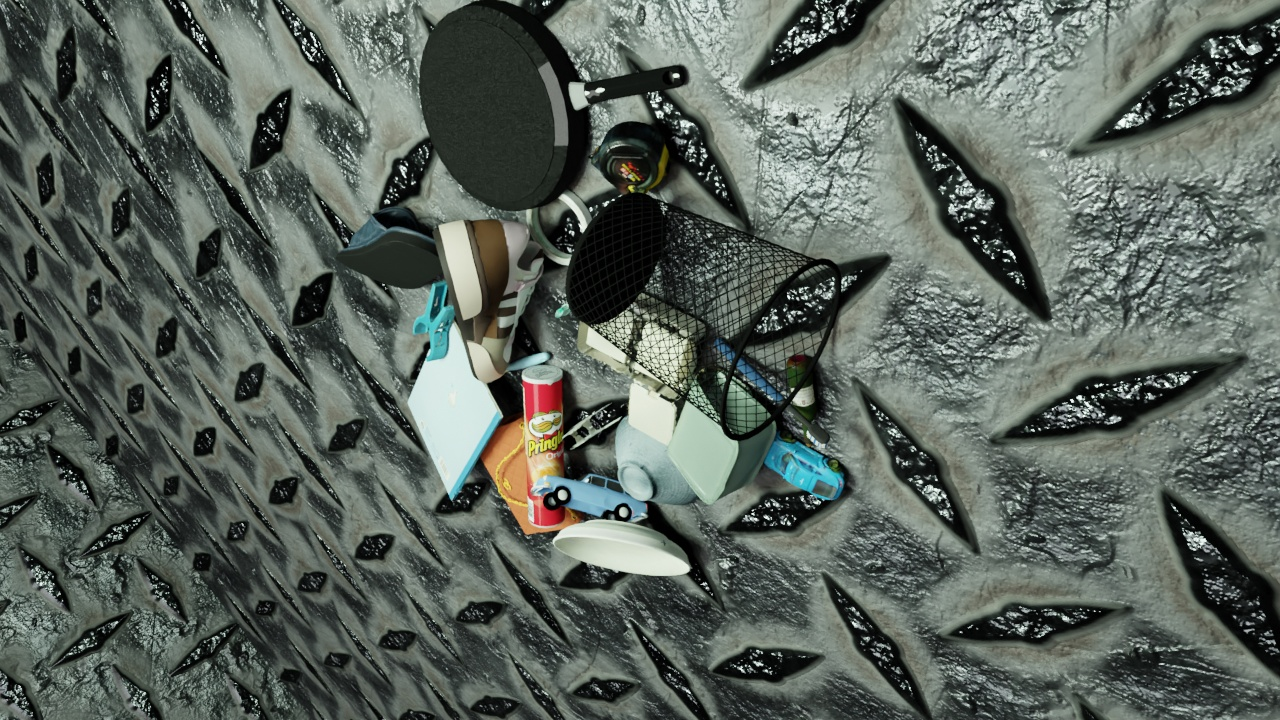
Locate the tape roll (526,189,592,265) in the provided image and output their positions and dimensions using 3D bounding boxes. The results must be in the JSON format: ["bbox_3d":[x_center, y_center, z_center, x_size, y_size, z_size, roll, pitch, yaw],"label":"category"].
[{"bbox_3d":[-0.091,-0.154,1.048,0.093,0.013,0.093,22,131,29],"label":"tape roll"}]

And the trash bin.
[{"bbox_3d":[0.052,-0.055,0.880,0.210,0.183,0.184,32,135,28],"label":"trash bin"}]

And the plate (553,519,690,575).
[{"bbox_3d":[-0.022,0.242,1.202,0.182,0.034,0.182,10,156,4],"label":"plate"}]

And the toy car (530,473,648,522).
[{"bbox_3d":[-0.065,0.175,1.186,0.153,0.054,0.056,19,156,-16],"label":"toy car"}]

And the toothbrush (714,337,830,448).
[{"bbox_3d":[0.134,0.031,0.955,0.167,0.014,0.014,45,152,29],"label":"toothbrush"}]

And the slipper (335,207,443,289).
[{"bbox_3d":[-0.313,-0.156,1.201,0.109,0.083,0.266,25,164,-29],"label":"slipper"}]

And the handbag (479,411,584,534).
[{"bbox_3d":[-0.162,0.164,1.304,0.109,0.060,0.172,-16,107,42],"label":"handbag"}]

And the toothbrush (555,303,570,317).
[{"bbox_3d":[-0.066,-0.085,1.072,0.022,0.017,0.136,52,139,4],"label":"toothbrush"}]

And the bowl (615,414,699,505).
[{"bbox_3d":[0.009,0.136,1.133,0.137,0.057,0.137,23,131,28],"label":"bowl"}]

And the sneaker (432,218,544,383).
[{"bbox_3d":[-0.170,-0.077,1.118,0.294,0.116,0.111,92,160,-59],"label":"sneaker"}]

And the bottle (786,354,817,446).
[{"bbox_3d":[0.170,0.044,0.953,0.025,0.025,0.106,9,124,37],"label":"bottle"}]

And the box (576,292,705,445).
[{"bbox_3d":[-0.006,0.006,1.055,0.143,0.044,0.185,29,126,20],"label":"box"}]

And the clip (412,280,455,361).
[{"bbox_3d":[-0.275,-0.036,1.261,0.131,0.030,0.120,-31,73,53],"label":"clip"}]

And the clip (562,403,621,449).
[{"bbox_3d":[-0.077,0.083,1.177,0.102,0.059,0.052,-35,75,48],"label":"clip"}]

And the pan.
[{"bbox_3d":[-0.106,-0.269,0.958,0.357,0.034,0.225,3,116,39],"label":"pan"}]

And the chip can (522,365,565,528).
[{"bbox_3d":[-0.126,0.116,1.208,0.052,0.051,0.215,15,116,33],"label":"chip can"}]

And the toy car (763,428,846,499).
[{"bbox_3d":[0.172,0.115,0.997,0.105,0.032,0.048,33,136,21],"label":"toy car"}]

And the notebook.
[{"bbox_3d":[-0.274,0.071,1.326,0.181,0.009,0.254,61,142,20],"label":"notebook"}]

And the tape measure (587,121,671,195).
[{"bbox_3d":[-0.008,-0.200,0.908,0.071,0.042,0.073,40,139,-26],"label":"tape measure"}]

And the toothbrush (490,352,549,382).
[{"bbox_3d":[-0.170,0.009,1.230,0.022,0.016,0.155,33,148,-31],"label":"toothbrush"}]

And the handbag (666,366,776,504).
[{"bbox_3d":[0.088,0.083,1.018,0.106,0.067,0.122,48,141,30],"label":"handbag"}]
